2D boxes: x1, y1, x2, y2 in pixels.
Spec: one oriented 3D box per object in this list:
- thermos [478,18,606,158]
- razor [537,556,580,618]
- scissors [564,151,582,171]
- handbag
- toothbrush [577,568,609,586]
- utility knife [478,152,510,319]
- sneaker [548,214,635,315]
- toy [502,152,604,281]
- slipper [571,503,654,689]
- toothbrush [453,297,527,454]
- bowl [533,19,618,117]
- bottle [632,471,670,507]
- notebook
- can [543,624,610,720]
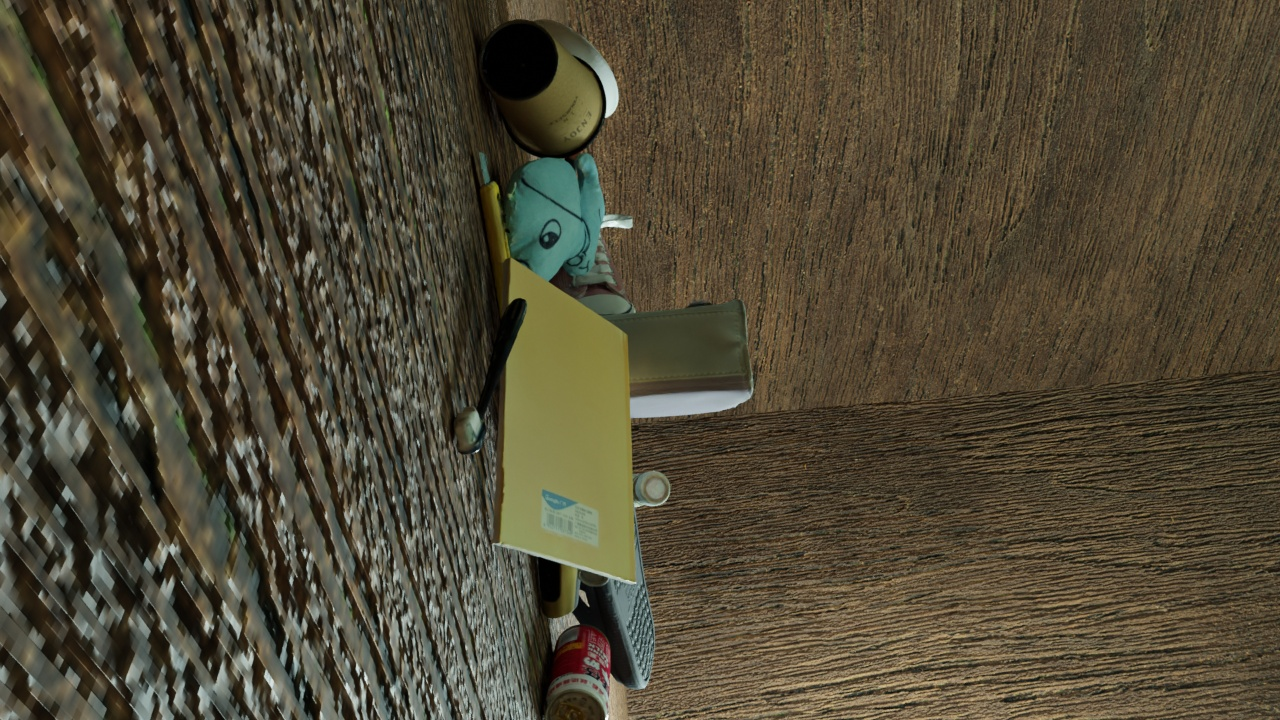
[{"bbox_3d":[-0.080,-0.220,0.745,0.143,0.093,0.093,-1,86,-84],"label":"thermos"},{"bbox_3d":[-0.071,0.134,0.783,0.067,0.062,0.167,0,91,-60],"label":"razor"},{"bbox_3d":[-0.081,-0.133,0.863,0.224,0.015,0.189,-111,-141,-71],"label":"scissors"},{"bbox_3d":[-0.005,0.005,0.826,0.145,0.197,0.098,89,-4,-75],"label":"handbag"},{"bbox_3d":[-0.026,0.107,0.824,0.220,0.026,0.027,-80,153,-52],"label":"toothbrush"},{"bbox_3d":[-0.099,-0.072,0.665,0.033,0.015,0.178,-95,-179,-52],"label":"utility knife"},{"bbox_3d":[-0.061,-0.102,0.967,0.240,0.118,0.088,-113,-155,-54],"label":"sneaker"},{"bbox_3d":[-0.071,-0.116,0.754,0.156,0.050,0.161,52,49,-57],"label":"toy"},{"bbox_3d":[-0.047,0.208,0.893,0.110,0.083,0.268,-66,147,-61],"label":"slipper"},{"bbox_3d":[-0.086,0.000,0.547,0.180,0.016,0.018,-85,161,-63],"label":"toothbrush"},{"bbox_3d":[-0.088,-0.267,0.907,0.064,0.118,0.118,-54,163,-21],"label":"bowl"},{"bbox_3d":[-0.028,0.144,0.993,0.206,0.059,0.059,158,-71,-63],"label":"bottle"},{"bbox_3d":[-0.050,0.044,0.651,0.145,0.010,0.206,31,48,-48],"label":"notebook"},{"bbox_3d":[-0.053,0.279,0.795,0.132,0.053,0.053,-102,-173,-84],"label":"can"}]
